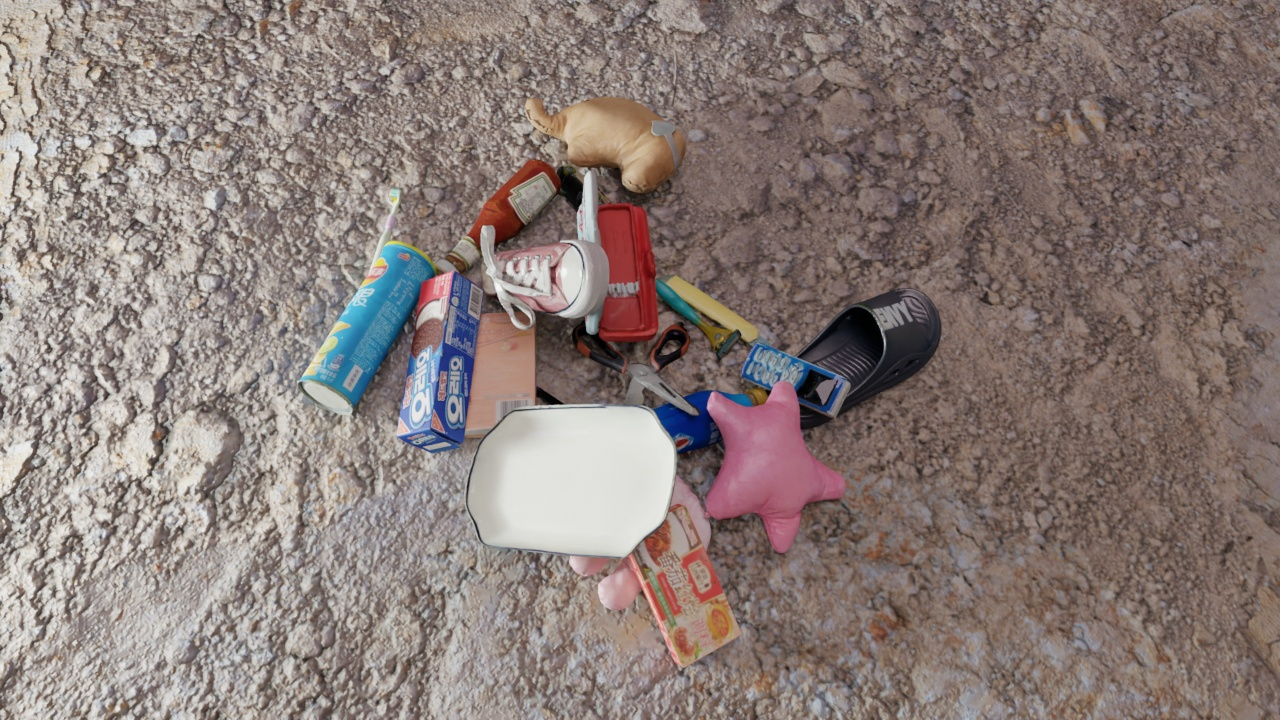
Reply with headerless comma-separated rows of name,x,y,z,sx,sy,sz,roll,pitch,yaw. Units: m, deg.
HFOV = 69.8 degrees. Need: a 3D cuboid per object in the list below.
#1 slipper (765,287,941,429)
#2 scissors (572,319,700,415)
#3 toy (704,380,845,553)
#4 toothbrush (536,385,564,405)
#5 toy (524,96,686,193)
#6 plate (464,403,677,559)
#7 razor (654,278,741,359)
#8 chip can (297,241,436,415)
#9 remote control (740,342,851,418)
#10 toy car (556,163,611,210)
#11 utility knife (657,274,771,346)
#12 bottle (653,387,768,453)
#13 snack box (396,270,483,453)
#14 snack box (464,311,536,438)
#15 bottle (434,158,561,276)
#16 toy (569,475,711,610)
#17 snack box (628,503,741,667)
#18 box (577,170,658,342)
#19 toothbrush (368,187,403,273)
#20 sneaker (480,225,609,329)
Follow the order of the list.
slipper,0.273,-0.013,1.126,0.267,0.083,0.110,-32,68,-18
scissors,-0.004,0.005,1.086,0.189,0.015,0.224,13,36,12
toy,0.133,0.115,1.028,0.178,0.075,0.194,-33,97,-26
toothbrush,-0.086,0.061,1.087,0.189,0.017,0.014,34,64,14
toy,-0.046,-0.311,1.259,0.226,0.083,0.143,26,48,12
plate,-0.073,0.128,0.973,0.266,0.034,0.161,-4,67,31
razor,0.064,-0.059,1.157,0.132,0.028,0.043,40,87,9
chip can,-0.321,-0.041,1.087,0.071,0.071,0.209,21,62,6
remote control,0.183,0.023,1.087,0.125,0.024,0.049,24,80,23
toy car,-0.078,-0.226,1.231,0.090,0.042,0.035,44,44,12
utility knife,0.096,-0.061,1.170,0.179,0.019,0.030,33,67,19
bottle,0.054,0.073,1.059,0.218,0.065,0.065,-16,64,-26
snack box,-0.230,0.000,1.065,0.058,0.057,0.207,-14,60,30
snack box,-0.166,0.015,1.092,0.084,0.026,0.157,-4,61,0
bottle,-0.186,-0.177,1.185,0.060,0.060,0.205,35,68,13
toy,0.000,0.193,0.999,0.159,0.054,0.121,-35,77,-22
snack box,0.042,0.235,0.962,0.075,0.025,0.153,-24,92,-17
box,-0.026,-0.128,1.116,0.094,0.100,0.200,-1,61,-7
toothbrush,-0.333,-0.142,1.172,0.020,0.029,0.189,30,54,-37
sneaker,-0.130,-0.096,1.057,0.087,0.241,0.118,-3,97,-39
